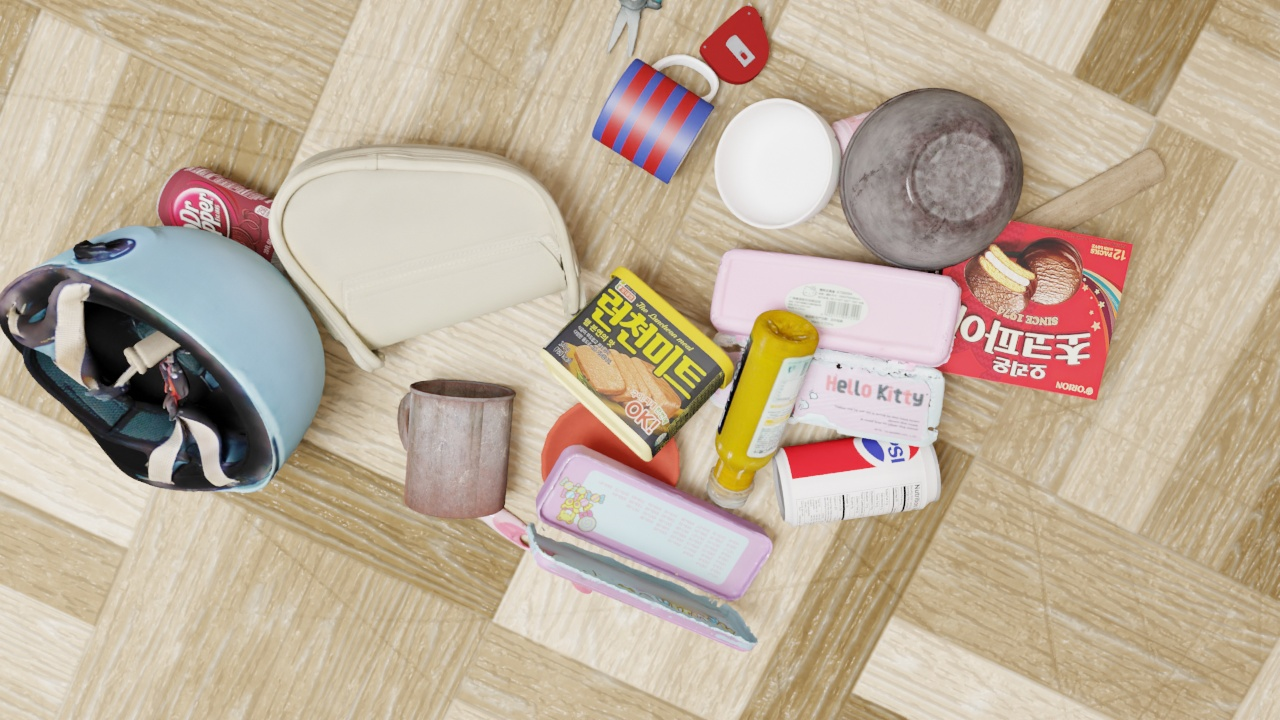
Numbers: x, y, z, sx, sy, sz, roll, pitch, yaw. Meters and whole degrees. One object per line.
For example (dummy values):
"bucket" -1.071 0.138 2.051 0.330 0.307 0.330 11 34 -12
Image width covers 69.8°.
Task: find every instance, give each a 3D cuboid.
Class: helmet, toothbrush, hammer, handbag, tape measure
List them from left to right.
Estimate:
"helmet" -0.353 -0.011 0.722 0.266 0.166 0.226 5 133 34
"handbag" -0.175 -0.101 0.774 0.229 0.132 0.184 -15 114 -7
"toothbrush" -0.098 0.170 0.841 0.135 0.016 0.021 38 95 -1
"tape measure" 0.087 -0.268 0.787 0.059 0.019 0.051 -42 94 5
"hammer" 0.304 -0.095 0.807 0.331 0.030 0.119 -29 96 1

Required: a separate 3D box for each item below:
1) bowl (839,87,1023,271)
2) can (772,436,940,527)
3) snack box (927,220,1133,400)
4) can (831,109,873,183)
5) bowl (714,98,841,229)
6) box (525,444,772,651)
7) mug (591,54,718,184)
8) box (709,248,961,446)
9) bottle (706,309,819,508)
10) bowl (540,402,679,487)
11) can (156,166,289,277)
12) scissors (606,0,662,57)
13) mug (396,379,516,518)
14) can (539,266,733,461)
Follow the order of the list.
"bowl" 0.234 -0.140 0.710 0.145 0.067 0.145 0 99 -2
"can" 0.186 0.102 0.802 0.132 0.070 0.070 -8 96 1
"snack box" 0.321 -0.046 0.779 0.152 0.036 0.133 10 96 -3
"can" 0.205 -0.178 0.773 0.076 0.067 0.067 -17 96 2
"bowl" 0.120 -0.164 0.771 0.105 0.054 0.105 5 101 30
"box" 0.015 0.161 0.765 0.214 0.092 0.090 27 103 -18
"mug" 0.019 -0.215 0.774 0.076 0.075 0.111 31 71 -3
"box" 0.154 -0.011 0.766 0.201 0.058 0.156 10 101 20
"bottle" 0.096 0.047 0.770 0.053 0.053 0.187 14 126 -1
"bowl" -0.027 0.089 0.820 0.122 0.035 0.122 0 96 0
"can" -0.346 -0.118 0.786 0.114 0.063 0.063 25 96 -2
"scissors" 0.003 -0.340 0.780 0.120 0.019 0.150 -21 101 -1
"mug" -0.170 0.072 0.801 0.123 0.096 0.110 10 93 35
"can" -0.005 0.004 0.767 0.131 0.072 0.101 42 80 14
